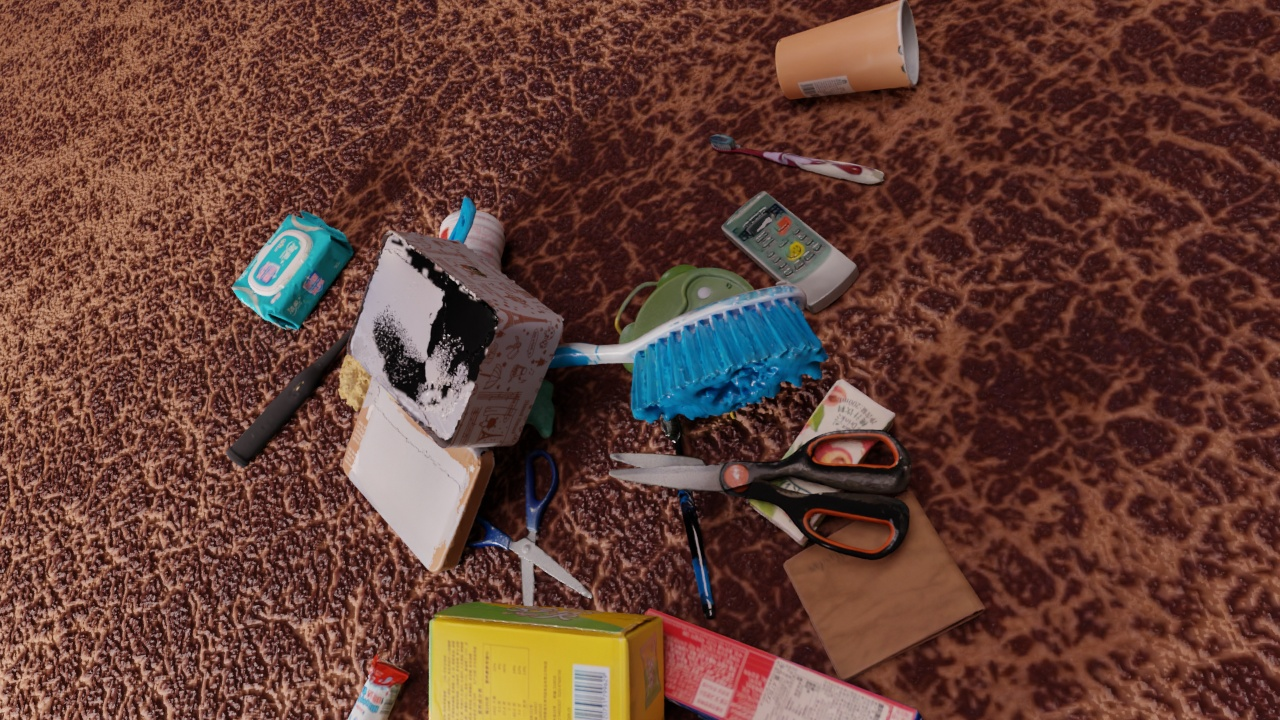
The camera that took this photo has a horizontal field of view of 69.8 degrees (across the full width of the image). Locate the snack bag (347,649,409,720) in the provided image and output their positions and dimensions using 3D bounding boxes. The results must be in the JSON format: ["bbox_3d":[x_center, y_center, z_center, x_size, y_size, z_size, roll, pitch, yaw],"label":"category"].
[{"bbox_3d":[-0.230,0.301,0.775,0.045,0.026,0.105,14,73,26],"label":"snack bag"}]

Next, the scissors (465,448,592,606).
[{"bbox_3d":[-0.106,0.155,0.806,0.175,0.012,0.162,7,66,26],"label":"scissors"}]

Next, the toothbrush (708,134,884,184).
[{"bbox_3d":[0.145,-0.195,0.878,0.188,0.017,0.016,21,74,32],"label":"toothbrush"}]

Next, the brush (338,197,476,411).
[{"bbox_3d":[-0.226,-0.050,0.899,0.255,0.045,0.083,-53,42,19],"label":"brush"}]

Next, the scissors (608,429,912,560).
[{"bbox_3d":[0.085,0.103,0.683,0.235,0.022,0.148,-17,70,7],"label":"scissors"}]

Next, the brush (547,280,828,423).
[{"bbox_3d":[-0.005,0.004,0.753,0.315,0.060,0.109,-19,55,22],"label":"brush"}]

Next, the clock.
[{"bbox_3d":[0.044,-0.025,0.809,0.161,0.056,0.116,30,78,33],"label":"clock"}]

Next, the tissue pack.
[{"bbox_3d":[-0.398,-0.106,1.053,0.093,0.050,0.133,24,75,33],"label":"tissue pack"}]

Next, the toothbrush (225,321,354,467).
[{"bbox_3d":[-0.360,0.025,0.983,0.026,0.027,0.212,42,82,-10],"label":"toothbrush"}]

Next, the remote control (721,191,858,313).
[{"bbox_3d":[0.134,-0.100,0.831,0.056,0.019,0.135,-41,55,-1],"label":"remote control"}]

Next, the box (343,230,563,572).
[{"bbox_3d":[-0.187,0.038,0.812,0.177,0.082,0.260,37,113,34],"label":"box"}]

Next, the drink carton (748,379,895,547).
[{"bbox_3d":[0.141,0.080,0.714,0.053,0.045,0.122,35,83,21],"label":"drink carton"}]

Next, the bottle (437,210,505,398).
[{"bbox_3d":[-0.175,-0.054,0.915,0.068,0.068,0.196,-10,61,19],"label":"bottle"}]

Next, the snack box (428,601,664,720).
[{"bbox_3d":[-0.066,0.282,0.642,0.158,0.070,0.210,-2,87,23],"label":"snack box"}]

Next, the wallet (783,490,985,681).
[{"bbox_3d":[0.174,0.165,0.672,0.115,0.020,0.101,-32,54,9],"label":"wallet"}]

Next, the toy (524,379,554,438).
[{"bbox_3d":[-0.123,0.040,0.866,0.092,0.030,0.096,-14,53,14],"label":"toy"}]

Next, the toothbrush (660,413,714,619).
[{"bbox_3d":[0.038,0.120,0.759,0.014,0.016,0.189,-23,57,21],"label":"toothbrush"}]

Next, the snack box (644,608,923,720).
[{"bbox_3d":[0.091,0.240,0.645,0.208,0.057,0.058,13,67,29],"label":"snack box"}]

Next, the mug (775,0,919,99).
[{"bbox_3d":[0.196,-0.289,0.875,0.123,0.078,0.078,-5,62,28],"label":"mug"}]
